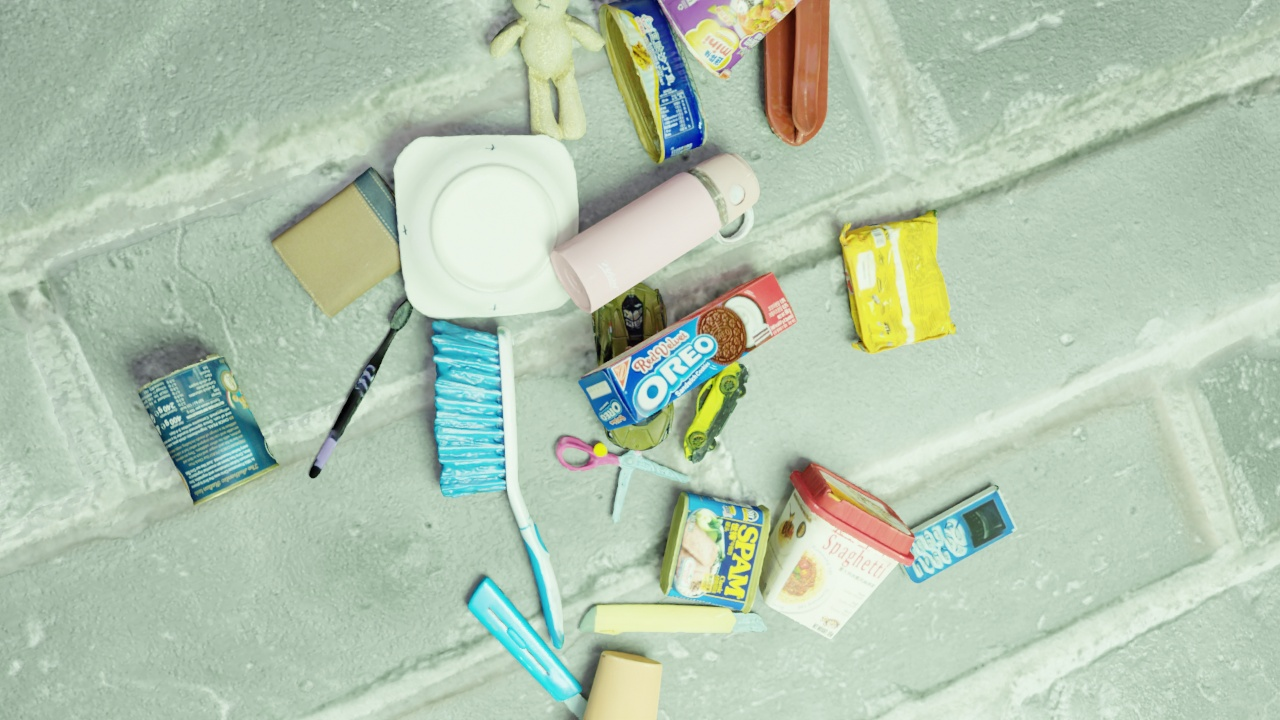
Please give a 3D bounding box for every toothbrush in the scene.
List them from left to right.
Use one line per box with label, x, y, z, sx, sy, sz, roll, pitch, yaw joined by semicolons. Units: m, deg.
toothbrush;-0.255;0.026;0.838;0.014;0.017;0.189;29;90;-8

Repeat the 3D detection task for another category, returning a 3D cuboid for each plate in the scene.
plate;-0.131;-0.117;0.816;0.164;0.034;0.164;-6;105;-17

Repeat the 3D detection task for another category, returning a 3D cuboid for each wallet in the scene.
wallet;-0.259;-0.105;0.824;0.115;0.033;0.090;-37;94;-4

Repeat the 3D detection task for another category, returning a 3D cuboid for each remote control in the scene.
remote control;0.313;0.174;0.917;0.125;0.024;0.049;-26;96;-5

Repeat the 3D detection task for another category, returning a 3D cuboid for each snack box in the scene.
snack box;0.045;-0.010;0.819;0.207;0.058;0.057;-30;96;-30

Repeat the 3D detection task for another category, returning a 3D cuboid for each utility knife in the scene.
utility knife;-0.098;0.281;0.869;0.034;0.018;0.182;-40;98;-5
utility knife;0.033;0.252;0.884;0.183;0.019;0.031;4;96;-2

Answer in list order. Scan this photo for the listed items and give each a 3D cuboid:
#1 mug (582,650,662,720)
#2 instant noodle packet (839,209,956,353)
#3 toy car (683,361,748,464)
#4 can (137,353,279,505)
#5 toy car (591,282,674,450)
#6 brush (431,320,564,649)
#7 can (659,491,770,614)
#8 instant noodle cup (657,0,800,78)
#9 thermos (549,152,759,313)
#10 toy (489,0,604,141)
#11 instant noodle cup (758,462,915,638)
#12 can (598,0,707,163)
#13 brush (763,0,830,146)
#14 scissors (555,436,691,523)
mug;-0.019;0.337;0.849;0.078;0.078;0.122;14;78;-8
instant noodle packet;0.245;-0.077;0.888;0.110;0.044;0.128;-13;98;-14
toy car;0.068;0.048;0.869;0.032;0.048;0.105;27;88;20
can;-0.373;0.059;0.792;0.075;0.075;0.111;-25;95;-6
toy car;-0.005;0.005;0.851;0.070;0.042;0.158;-5;85;-8
brush;-0.130;0.119;0.843;0.109;0.060;0.314;-3;95;-11
can;0.069;0.180;0.868;0.083;0.057;0.102;12;90;-6
instant noodle cup;0.081;-0.323;0.806;0.099;0.111;0.111;-32;97;26
thermos;0.020;-0.112;0.837;0.198;0.067;0.087;-33;123;-18
toy;-0.083;-0.273;0.825;0.105;0.066;0.157;-7;109;-1
instant noodle cup;0.174;0.180;0.860;0.116;0.116;0.124;29;100;-8
can;0.011;-0.257;0.834;0.049;0.075;0.148;-22;96;-10
brush;0.146;-0.274;0.853;0.063;0.069;0.146;0;92;-7
scissors;-0.012;0.089;0.873;0.133;0.017;0.134;19;86;-8
